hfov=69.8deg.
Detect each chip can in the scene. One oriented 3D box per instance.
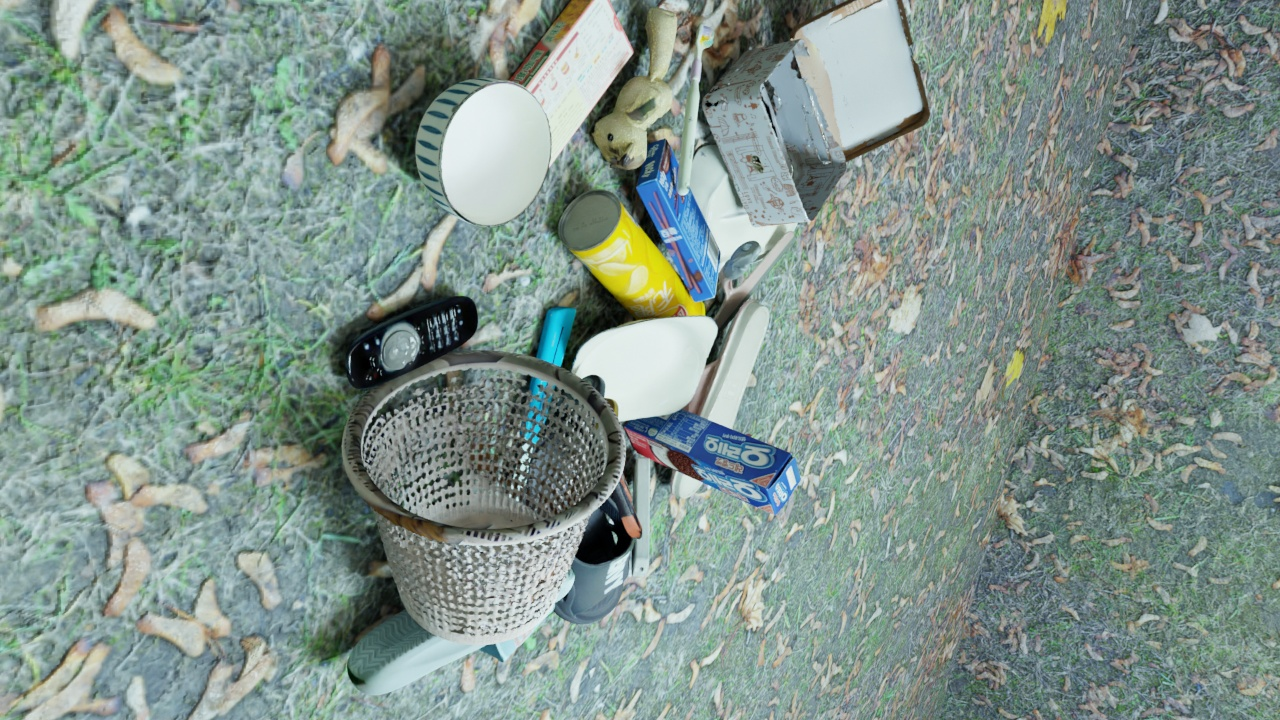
[{"bbox_3d":[-0.005,-0.092,0.962,0.072,0.072,0.213,-61,144,-11],"label":"chip can"}]

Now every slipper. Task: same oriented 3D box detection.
[{"bbox_3d":[-0.160,0.257,0.880,0.244,0.104,0.074,-22,107,-40],"label":"slipper"},{"bbox_3d":[-0.063,0.197,1.006,0.110,0.083,0.268,-44,130,-35],"label":"slipper"},{"bbox_3d":[0.090,0.048,1.170,0.114,0.054,0.274,-1,114,-62],"label":"slipper"}]

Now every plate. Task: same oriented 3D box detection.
[{"bbox_3d":[0.130,-0.185,1.125,0.265,0.034,0.162,-18,121,-49],"label":"plate"},{"bbox_3d":[-0.006,0.006,0.990,0.164,0.034,0.164,-8,140,-22],"label":"plate"}]

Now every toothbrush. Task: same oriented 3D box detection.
[{"bbox_3d":[0.055,-0.260,0.953,0.029,0.020,0.189,26,69,-55],"label":"toothbrush"}]

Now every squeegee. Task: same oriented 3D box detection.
[{"bbox_3d":[0.110,-0.097,1.051,0.247,0.040,0.250,-50,173,-8],"label":"squeegee"}]

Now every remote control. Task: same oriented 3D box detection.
[{"bbox_3d":[0.001,0.183,1.086,0.056,0.019,0.134,98,-6,-56],"label":"remote control"},{"bbox_3d":[-0.196,-0.018,0.781,0.136,0.024,0.053,-30,130,-41],"label":"remote control"}]

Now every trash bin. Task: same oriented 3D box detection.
[{"bbox_3d":[-0.136,0.132,0.800,0.226,0.227,0.193,-32,144,-41],"label":"trash bin"}]

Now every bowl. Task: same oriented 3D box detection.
[{"bbox_3d":[-0.135,-0.172,0.743,0.116,0.066,0.117,-30,132,-40],"label":"bowl"}]

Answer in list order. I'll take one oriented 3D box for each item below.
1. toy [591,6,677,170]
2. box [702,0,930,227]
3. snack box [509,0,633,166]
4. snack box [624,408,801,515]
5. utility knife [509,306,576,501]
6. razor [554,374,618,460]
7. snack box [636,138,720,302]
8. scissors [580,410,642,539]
[{"bbox_3d":[0.000,-0.263,0.892,0.105,0.066,0.157,-148,-104,-80],"label":"toy"},{"bbox_3d":[0.204,-0.291,1.058,0.273,0.125,0.179,-38,123,-16],"label":"box"},{"bbox_3d":[-0.068,-0.253,0.828,0.155,0.027,0.077,-57,144,-16],"label":"snack box"},{"bbox_3d":[0.080,0.106,1.059,0.057,0.208,0.058,-51,141,-25],"label":"snack box"},{"bbox_3d":[-0.104,0.049,0.926,0.034,0.018,0.216,16,88,-53],"label":"utility knife"},{"bbox_3d":[-0.053,0.078,0.987,0.168,0.067,0.062,83,15,-59],"label":"razor"},{"bbox_3d":[0.043,-0.147,0.977,0.157,0.026,0.084,60,27,-35],"label":"snack box"},{"bbox_3d":[-0.028,0.120,0.926,0.015,0.205,0.196,-20,97,0],"label":"scissors"}]
